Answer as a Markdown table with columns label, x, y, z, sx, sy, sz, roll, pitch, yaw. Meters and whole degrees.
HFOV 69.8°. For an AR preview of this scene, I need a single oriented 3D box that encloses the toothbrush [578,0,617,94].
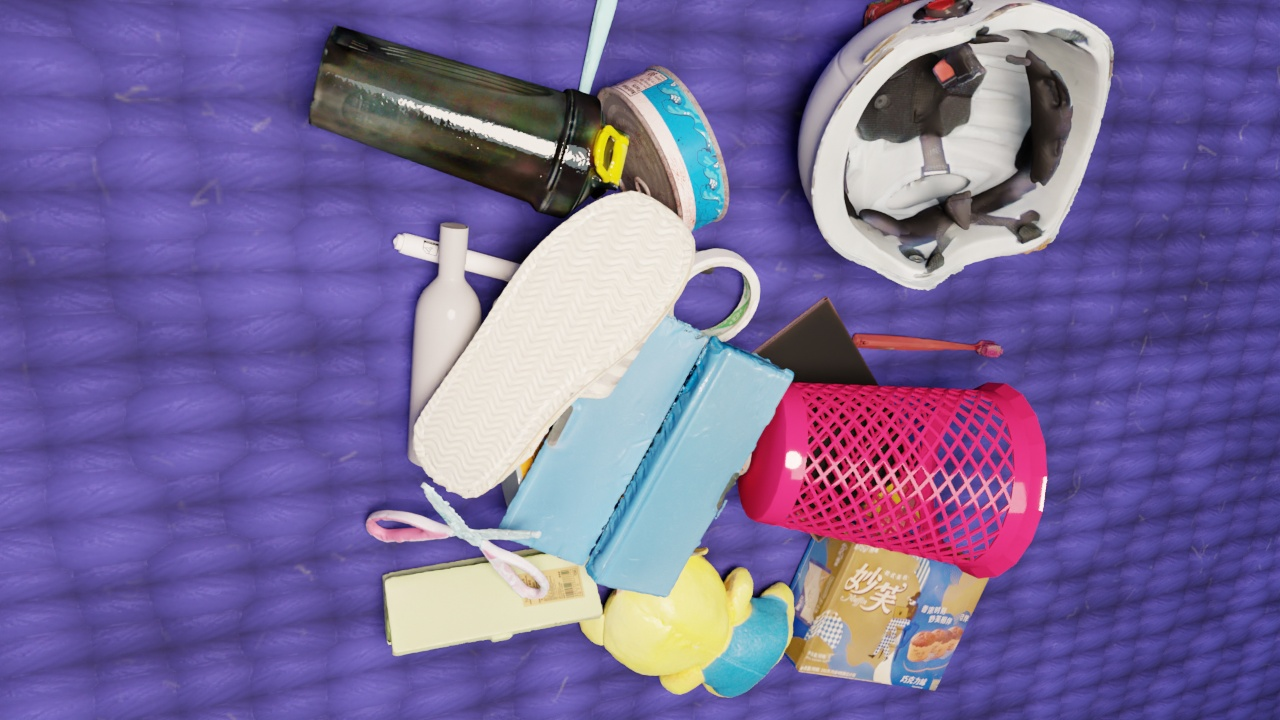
| label | x | y | z | sx | sy | sz | roll | pitch | yaw |
| --- | --- | --- | --- | --- | --- | --- | --- | --- | --- |
| toothbrush | -0.043 | -0.221 | 0.735 | 0.016 | 0.016 | 0.181 | 10 | 103 | -25 |

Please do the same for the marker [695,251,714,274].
| label | x | y | z | sx | sy | sz | roll | pitch | yaw |
| --- | --- | --- | --- | --- | --- | --- | --- | --- | --- |
| marker | -0.002 | -0.094 | 0.794 | 0.145 | 0.019 | 0.019 | 7 | 105 | -25 |

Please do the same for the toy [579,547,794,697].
| label | x | y | z | sx | sy | sz | roll | pitch | yaw |
| --- | --- | --- | --- | --- | --- | --- | --- | --- | --- |
| toy | 0.059 | 0.263 | 0.911 | 0.214 | 0.084 | 0.149 | 35 | 91 | -32 |

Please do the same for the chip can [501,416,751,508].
| label | x | y | z | sx | sy | sz | roll | pitch | yaw |
| --- | --- | --- | --- | --- | --- | --- | --- | --- | --- |
| chip can | -0.013 | 0.086 | 0.821 | 0.214 | 0.075 | 0.075 | -9 | 111 | -20 |

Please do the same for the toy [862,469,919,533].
| label | x | y | z | sx | sy | sz | roll | pitch | yaw |
| --- | --- | --- | --- | --- | --- | --- | --- | --- | --- |
| toy | 0.273 | 0.145 | 0.986 | 0.103 | 0.046 | 0.084 | 13 | 81 | -29 |

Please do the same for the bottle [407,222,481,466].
| label | x | y | z | sx | sy | sz | roll | pitch | yaw |
| --- | --- | --- | --- | --- | --- | --- | --- | --- | --- |
| bottle | -0.155 | -0.012 | 0.732 | 0.052 | 0.052 | 0.195 | -1 | 112 | -23 |

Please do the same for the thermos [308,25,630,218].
| label | x | y | z | sx | sy | sz | roll | pitch | yaw |
| --- | --- | --- | --- | --- | --- | --- | --- | --- | --- |
| thermos | -0.120 | -0.171 | 0.666 | 0.220 | 0.098 | 0.098 | 15 | 101 | -18 |

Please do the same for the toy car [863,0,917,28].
| label | x | y | z | sx | sy | sz | roll | pitch | yaw |
| --- | --- | --- | --- | --- | --- | --- | --- | --- | --- |
| toy car | 0.241 | -0.306 | 0.817 | 0.091 | 0.036 | 0.042 | -20 | 116 | -10 |

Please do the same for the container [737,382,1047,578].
| label | x | y | z | sx | sy | sz | roll | pitch | yaw |
| --- | --- | --- | --- | --- | --- | --- | --- | --- | --- |
| container | 0.216 | 0.096 | 0.845 | 0.225 | 0.183 | 0.183 | 8 | 105 | -11 |

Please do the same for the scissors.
| label | x | y | z | sx | sy | sz | roll | pitch | yaw |
| --- | --- | --- | --- | --- | --- | --- | --- | --- | --- |
| scissors | -0.146 | 0.152 | 0.763 | 0.171 | 0.013 | 0.172 | -8 | 134 | 27 |

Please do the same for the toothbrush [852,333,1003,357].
| label | x | y | z | sx | sy | sz | roll | pitch | yaw |
| --- | --- | --- | --- | --- | --- | --- | --- | --- | --- |
| toothbrush | 0.302 | -0.015 | 0.955 | 0.189 | 0.016 | 0.016 | 3 | 108 | -24 |

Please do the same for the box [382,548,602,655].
| label | x | y | z | sx | sy | sz | roll | pitch | yaw |
| --- | --- | --- | --- | --- | --- | --- | --- | --- | --- |
| box | -0.135 | 0.210 | 0.828 | 0.187 | 0.091 | 0.077 | -6 | 90 | -19 |

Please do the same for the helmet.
| label | x | y | z | sx | sy | sz | roll | pitch | yaw |
| --- | --- | --- | --- | --- | --- | --- | --- | --- | --- |
| helmet | 0.242 | -0.200 | 0.780 | 0.263 | 0.163 | 0.237 | -15 | 128 | -9 |

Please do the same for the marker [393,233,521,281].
| label | x | y | z | sx | sy | sz | roll | pitch | yaw |
| --- | --- | --- | --- | --- | --- | --- | --- | --- | --- |
| marker | -0.134 | -0.078 | 0.743 | 0.133 | 0.017 | 0.020 | 13 | 83 | -27 |

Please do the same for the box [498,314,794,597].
| label | x | y | z | sx | sy | sz | roll | pitch | yaw |
| --- | --- | --- | --- | --- | --- | --- | --- | --- | --- |
| box | 0.008 | 0.081 | 0.759 | 0.176 | 0.047 | 0.232 | 23 | 101 | -28 |

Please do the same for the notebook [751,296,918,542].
| label | x | y | z | sx | sy | sz | roll | pitch | yaw |
| --- | --- | --- | --- | --- | --- | --- | --- | --- | --- |
| notebook | 0.181 | 0.062 | 0.916 | 0.141 | 0.008 | 0.209 | -37 | 109 | -8 |

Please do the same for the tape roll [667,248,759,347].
| label | x | y | z | sx | sy | sz | roll | pitch | yaw |
| --- | --- | --- | --- | --- | --- | --- | --- | --- | --- |
| tape roll | 0.062 | -0.055 | 0.822 | 0.093 | 0.018 | 0.094 | -12 | 129 | -15 |

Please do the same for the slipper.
| label | x | y | z | sx | sy | sz | roll | pitch | yaw |
| --- | --- | --- | --- | --- | --- | --- | --- | --- | --- |
| slipper | -0.067 | -0.010 | 0.694 | 0.114 | 0.054 | 0.273 | 43 | 98 | -1 |

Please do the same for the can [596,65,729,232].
| label | x | y | z | sx | sy | sz | roll | pitch | yaw |
| --- | --- | --- | --- | --- | --- | --- | --- | --- | --- |
| can | 0.015 | -0.159 | 0.715 | 0.044 | 0.130 | 0.130 | -28 | 117 | -12 |

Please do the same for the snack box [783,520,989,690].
| label | x | y | z | sx | sy | sz | roll | pitch | yaw |
| --- | --- | --- | --- | --- | --- | --- | --- | --- | --- |
| snack box | 0.264 | 0.268 | 1.009 | 0.202 | 0.069 | 0.155 | 17 | 100 | -27 |

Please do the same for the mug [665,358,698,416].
| label | x | y | z | sx | sy | sz | roll | pitch | yaw |
| --- | --- | --- | --- | --- | --- | --- | --- | --- | --- |
| mug | -0.005 | 0.005 | 0.788 | 0.113 | 0.078 | 0.088 | 24 | 98 | -9 |
